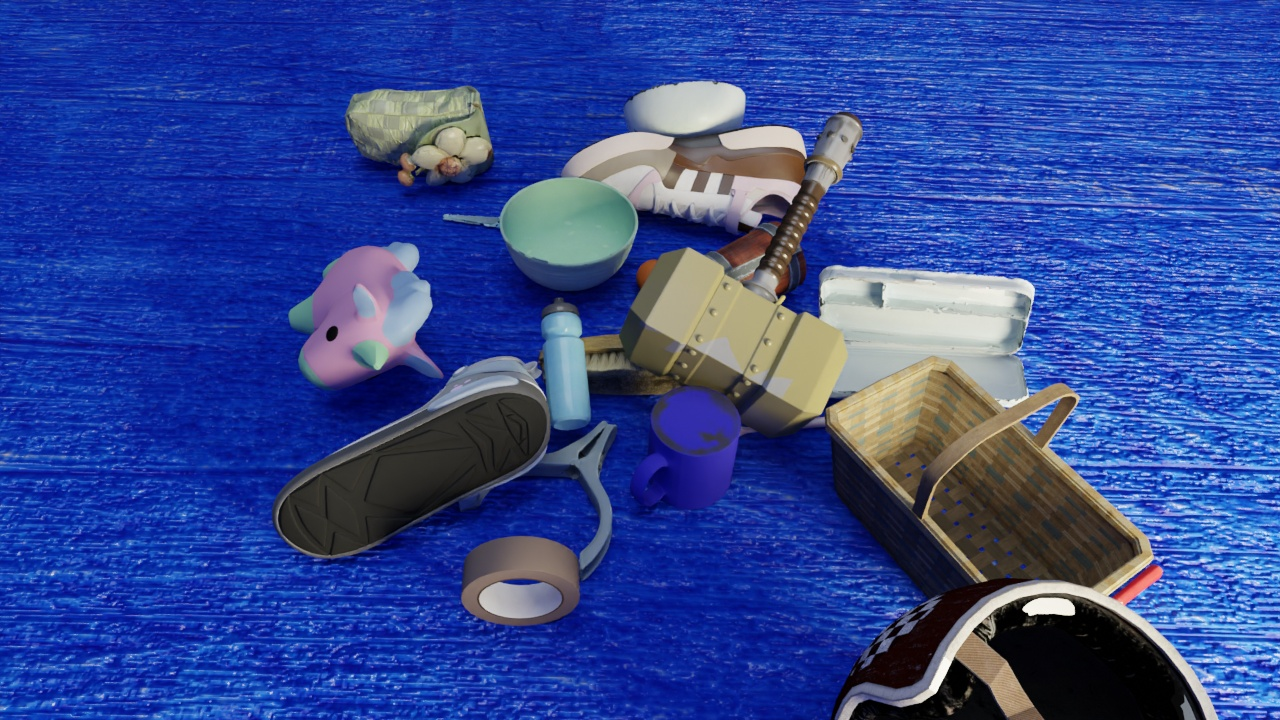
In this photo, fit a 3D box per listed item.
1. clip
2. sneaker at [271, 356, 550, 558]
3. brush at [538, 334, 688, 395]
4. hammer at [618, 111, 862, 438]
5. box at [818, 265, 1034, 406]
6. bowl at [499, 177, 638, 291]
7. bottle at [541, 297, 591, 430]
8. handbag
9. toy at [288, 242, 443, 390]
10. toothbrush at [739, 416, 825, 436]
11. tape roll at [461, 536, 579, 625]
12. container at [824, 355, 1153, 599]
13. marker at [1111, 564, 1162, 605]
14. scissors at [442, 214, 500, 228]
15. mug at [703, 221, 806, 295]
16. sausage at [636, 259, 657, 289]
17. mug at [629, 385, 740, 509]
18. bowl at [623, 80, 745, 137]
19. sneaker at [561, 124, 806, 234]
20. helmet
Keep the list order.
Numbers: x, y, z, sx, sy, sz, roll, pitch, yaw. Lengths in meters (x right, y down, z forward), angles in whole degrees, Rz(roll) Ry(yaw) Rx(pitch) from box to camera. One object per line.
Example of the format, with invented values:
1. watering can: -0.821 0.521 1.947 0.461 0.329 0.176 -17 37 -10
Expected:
1. clip: -0.062 0.135 0.824 0.168 0.031 0.164 -24 55 -20
2. sneaker: -0.206 0.075 0.843 0.256 0.093 0.160 -25 22 -1
3. brush: -0.005 0.005 0.919 0.195 0.059 0.043 0 59 4
4. hammer: 0.137 -0.112 0.883 0.190 0.101 0.324 29 70 1
5. box: 0.278 -0.031 0.907 0.211 0.106 0.129 1 38 13
6. bowl: -0.079 -0.131 1.026 0.151 0.077 0.150 1 48 -1
7. bottle: -0.073 0.000 0.878 0.040 0.040 0.130 -5 69 -6
8. handbag: -0.271 -0.268 1.131 0.186 0.113 0.116 1 62 3
9. toy: -0.261 -0.056 0.907 0.171 0.120 0.221 -15 38 29
10. toothbrush: 0.165 0.060 0.907 0.181 0.016 0.018 -5 43 -5
11. tape roll: -0.096 0.178 0.738 0.093 0.094 0.030 -1 48 -3
12. container: 0.280 0.100 0.760 0.157 0.187 0.250 -24 53 -22
13. marker: 0.397 0.213 0.780 0.142 0.013 0.013 -26 54 -23
14. scissors: -0.171 -0.166 1.099 0.136 0.015 0.055 8 51 1
15. mug: 0.118 -0.098 0.985 0.111 0.117 0.081 -26 90 -19
16. sausage: 0.046 -0.051 0.984 0.044 0.039 0.164 -27 54 -20
17. mug: 0.035 0.088 0.830 0.111 0.084 0.079 -34 57 -28
18. bowl: 0.058 -0.289 1.145 0.153 0.153 0.073 -6 87 -7
19. sneaker: 0.056 -0.196 1.088 0.293 0.112 0.116 -5 69 -7
20. helmet: 0.241 0.260 0.572 0.233 0.254 0.233 41 55 11
